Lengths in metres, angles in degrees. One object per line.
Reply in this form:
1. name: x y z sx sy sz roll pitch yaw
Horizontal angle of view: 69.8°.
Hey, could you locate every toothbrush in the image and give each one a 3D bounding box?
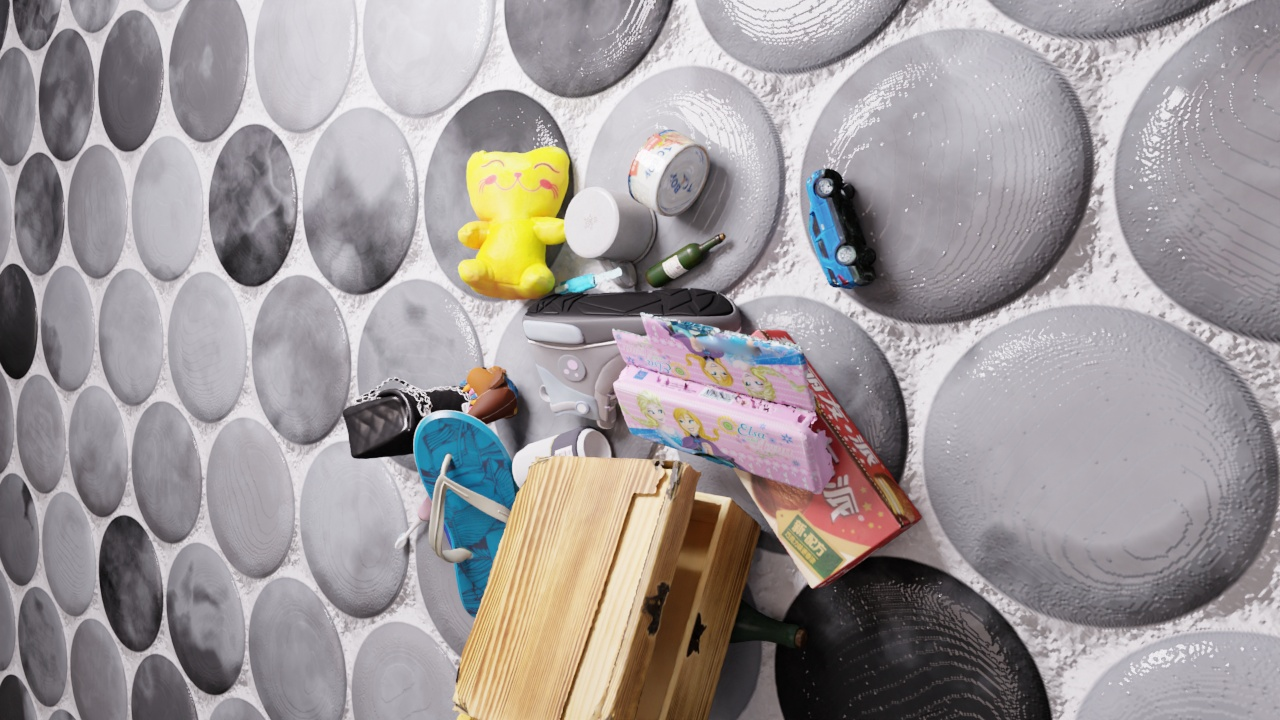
1. toothbrush: -0.283 0.193 1.264 0.223 0.027 0.026 -48 23 28

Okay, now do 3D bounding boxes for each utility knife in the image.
1. utility knife: -0.061 -0.087 1.052 0.169 0.015 0.022 -4 85 62

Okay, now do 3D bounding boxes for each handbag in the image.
1. handbag: -0.293 0.060 1.193 0.125 0.153 0.114 -19 77 30

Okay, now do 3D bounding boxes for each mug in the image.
1. mug: -0.033 -0.138 1.037 0.084 0.070 0.113 -12 83 36

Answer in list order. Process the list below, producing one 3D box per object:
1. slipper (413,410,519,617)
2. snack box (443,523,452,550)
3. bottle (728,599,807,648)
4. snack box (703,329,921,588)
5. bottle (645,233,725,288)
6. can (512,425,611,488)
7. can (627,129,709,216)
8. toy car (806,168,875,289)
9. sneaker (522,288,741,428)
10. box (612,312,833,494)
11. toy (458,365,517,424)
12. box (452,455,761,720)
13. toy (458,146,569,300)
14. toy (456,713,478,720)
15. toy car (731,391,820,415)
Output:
1. slipper: -0.202 0.201 1.128 0.118 0.060 0.295 -10 107 -2
2. snack box: -0.229 0.198 1.203 0.082 0.027 0.150 -20 92 32
3. bottle: 0.094 0.273 0.969 0.174 0.055 0.055 5 95 35
4. snack box: 0.157 0.093 0.910 0.113 0.060 0.236 -44 67 28
5. bottle: 0.050 -0.111 1.003 0.106 0.025 0.025 -29 75 34
6. can: -0.098 0.123 1.099 0.128 0.064 0.064 -21 80 35
7. can: 0.031 -0.199 0.977 0.043 0.086 0.086 36 112 30
8. toy car: 0.188 -0.125 0.882 0.044 0.056 0.120 -19 82 37
9. sneaker: -0.006 0.005 1.024 0.257 0.092 0.160 2 116 24
10. box: 0.065 0.034 0.864 0.231 0.035 0.159 14 137 37
11. toy: -0.206 0.047 1.158 0.090 0.102 0.071 37 151 45
12. box: -0.049 0.248 0.928 0.248 0.176 0.278 4 67 35
13. toy: -0.143 -0.161 1.093 0.134 0.087 0.193 -2 70 6
14. toy: -0.071 0.439 1.057 0.268 0.140 0.247 13 119 11
15. toy car: 0.123 0.017 0.867 0.112 0.047 0.047 17 80 37
